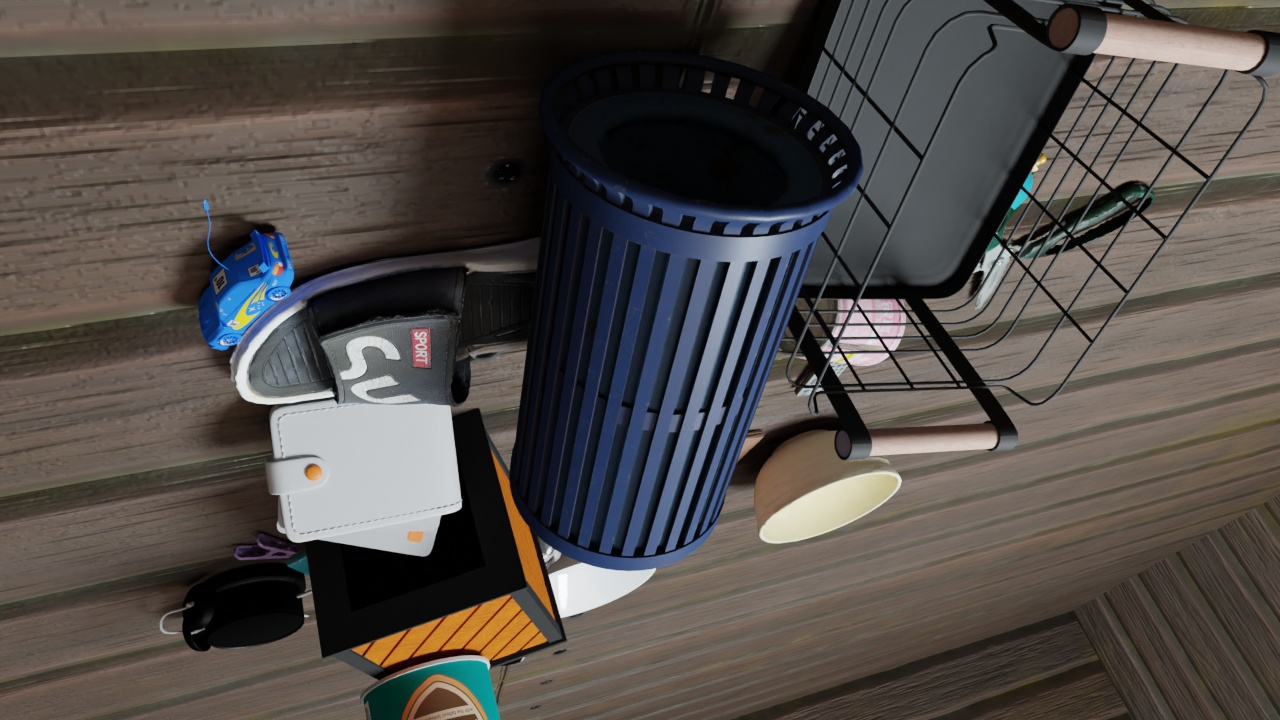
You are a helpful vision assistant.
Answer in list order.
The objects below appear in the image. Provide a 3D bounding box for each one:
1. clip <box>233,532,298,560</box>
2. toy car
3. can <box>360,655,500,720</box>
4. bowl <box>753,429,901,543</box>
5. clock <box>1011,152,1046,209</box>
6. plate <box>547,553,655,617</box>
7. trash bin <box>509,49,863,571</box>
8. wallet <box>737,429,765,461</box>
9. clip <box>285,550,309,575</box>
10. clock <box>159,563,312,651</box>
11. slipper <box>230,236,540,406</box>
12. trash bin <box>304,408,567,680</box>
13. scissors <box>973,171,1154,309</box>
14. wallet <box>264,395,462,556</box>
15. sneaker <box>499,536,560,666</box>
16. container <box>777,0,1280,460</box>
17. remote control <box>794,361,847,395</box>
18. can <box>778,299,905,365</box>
[{"bbox_3d":[-0.299,0.152,0.744,0.029,0.013,0.050,-30,152,20],"label":"clip"},{"bbox_3d":[-0.207,-0.042,0.442,0.092,0.033,0.061,-35,155,24],"label":"toy car"},{"bbox_3d":[-0.144,0.307,0.676,0.099,0.143,0.099,-16,151,-9],"label":"can"},{"bbox_3d":[0.177,0.118,0.926,0.150,0.075,0.151,-16,151,-9],"label":"bowl"},{"bbox_3d":[0.193,-0.104,0.589,0.099,0.043,0.130,-3,156,-20],"label":"clock"},{"bbox_3d":[-0.071,0.235,1.006,0.174,0.036,0.174,-16,151,-9],"label":"plate"},{"bbox_3d":[0.005,-0.010,0.471,0.139,0.139,0.250,-8,135,-22],"label":"trash bin"},{"bbox_3d":[0.058,0.106,0.893,0.087,0.013,0.121,-6,148,-34],"label":"wallet"},{"bbox_3d":[-0.254,0.150,0.759,0.030,0.120,0.130,-18,129,2],"label":"clip"},{"bbox_3d":[-0.347,0.216,0.790,0.120,0.042,0.091,-3,147,-30],"label":"clock"},{"bbox_3d":[-0.103,-0.014,0.538,0.263,0.063,0.111,-15,151,-16],"label":"slipper"},{"bbox_3d":[-0.155,0.155,0.709,0.139,0.139,0.172,-18,151,-4],"label":"trash bin"},{"bbox_3d":[0.304,-0.105,0.689,0.205,0.015,0.202,-21,151,-3],"label":"scissors"},{"bbox_3d":[-0.178,0.079,0.597,0.118,0.115,0.037,-8,-173,-22],"label":"wallet"},{"bbox_3d":[-0.098,0.195,0.837,0.235,0.119,0.095,-25,151,2],"label":"sneaker"},{"bbox_3d":[0.165,-0.078,0.464,0.162,0.130,0.242,-1,133,-20],"label":"container"},{"bbox_3d":[0.170,-0.010,0.766,0.033,0.013,0.137,-7,149,-23],"label":"remote control"},{"bbox_3d":[0.140,-0.031,0.655,0.076,0.067,0.067,5,142,-38],"label":"can"}]
